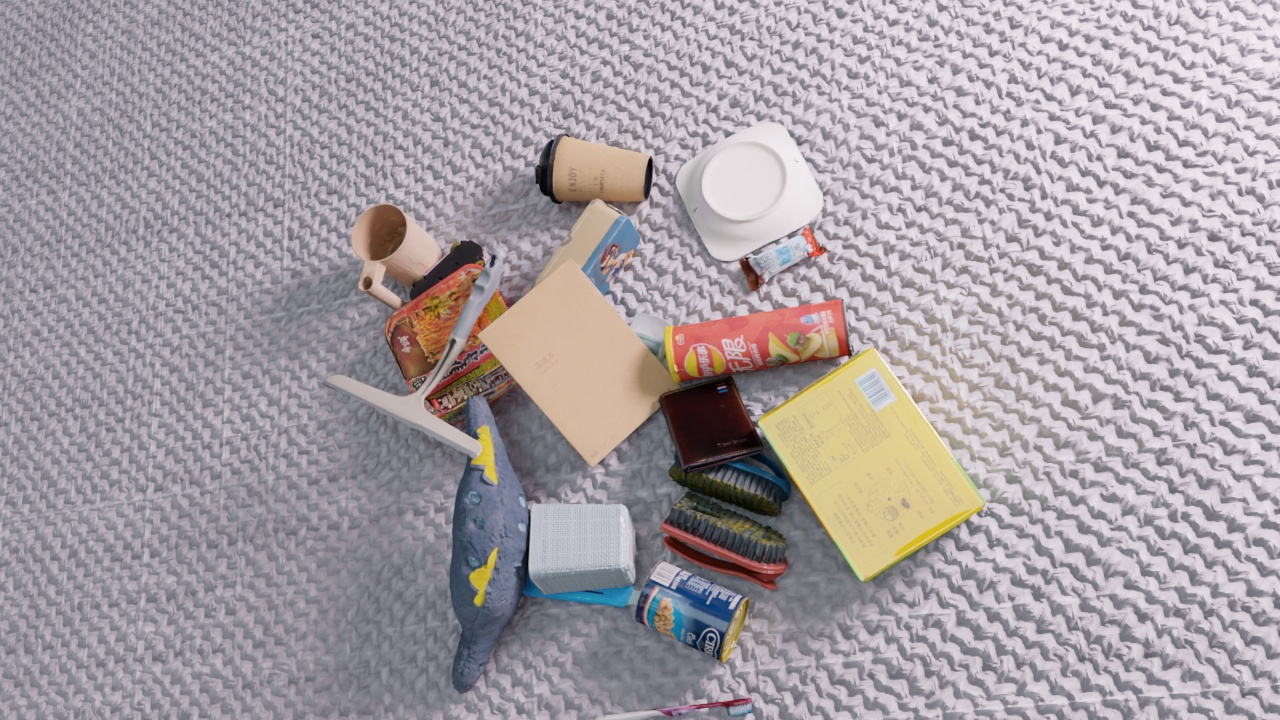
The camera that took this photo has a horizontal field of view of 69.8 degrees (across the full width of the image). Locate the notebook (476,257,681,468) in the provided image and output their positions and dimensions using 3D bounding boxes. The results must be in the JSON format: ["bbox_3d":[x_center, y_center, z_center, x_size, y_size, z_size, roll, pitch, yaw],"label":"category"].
[{"bbox_3d":[-0.072,0.003,1.110,0.149,0.012,0.211,-41,95,-12],"label":"notebook"}]

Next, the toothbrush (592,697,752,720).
[{"bbox_3d":[0.035,0.399,1.032,0.188,0.016,0.017,-12,81,12],"label":"toothbrush"}]

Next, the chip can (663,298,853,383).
[{"bbox_3d":[0.140,-0.022,1.093,0.217,0.073,0.073,-8,72,13],"label":"chip can"}]

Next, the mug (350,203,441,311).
[{"bbox_3d":[-0.332,-0.134,1.242,0.084,0.103,0.124,5,76,17],"label":"mug"}]

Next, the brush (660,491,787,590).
[{"bbox_3d":[0.098,0.210,1.047,0.146,0.063,0.069,20,111,19],"label":"brush"}]

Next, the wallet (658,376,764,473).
[{"bbox_3d":[0.081,0.074,1.075,0.096,0.020,0.122,-16,44,-3],"label":"wallet"}]

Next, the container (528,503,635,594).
[{"bbox_3d":[-0.065,0.216,1.065,0.111,0.090,0.089,-5,61,6],"label":"container"}]

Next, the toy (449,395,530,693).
[{"bbox_3d":[-0.182,0.221,1.070,0.138,0.091,0.356,3,89,60],"label":"toy"}]

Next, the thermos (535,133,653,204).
[{"bbox_3d":[-0.058,-0.247,1.209,0.143,0.093,0.093,9,77,11],"label":"thermos"}]

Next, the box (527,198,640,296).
[{"bbox_3d":[-0.077,-0.110,1.171,0.059,0.090,0.184,30,87,20],"label":"box"}]

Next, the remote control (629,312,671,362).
[{"bbox_3d":[-0.007,0.007,1.153,0.056,0.019,0.135,22,82,21],"label":"remote control"}]

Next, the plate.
[{"bbox_3d":[0.134,-0.223,1.172,0.164,0.034,0.164,-27,70,7],"label":"plate"}]

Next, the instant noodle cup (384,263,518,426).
[{"bbox_3d":[-0.229,-0.013,1.191,0.164,0.079,0.188,-32,70,5],"label":"instant noodle cup"}]

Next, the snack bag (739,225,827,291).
[{"bbox_3d":[0.176,-0.128,1.136,0.105,0.026,0.045,-27,78,8],"label":"snack bag"}]

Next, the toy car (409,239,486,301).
[{"bbox_3d":[-0.261,-0.112,1.253,0.056,0.037,0.122,39,76,20],"label":"toy car"}]

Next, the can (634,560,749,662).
[{"bbox_3d":[0.057,0.279,1.027,0.111,0.075,0.075,20,81,21],"label":"can"}]

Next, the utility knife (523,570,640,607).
[{"bbox_3d":[-0.068,0.273,1.095,0.166,0.018,0.034,4,75,16],"label":"utility knife"}]

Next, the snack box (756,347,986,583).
[{"bbox_3d":[0.250,0.115,1.012,0.158,0.070,0.210,-34,73,6],"label":"snack box"}]

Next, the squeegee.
[{"bbox_3d":[-0.231,-0.026,1.133,0.247,0.039,0.246,21,74,25],"label":"squeegee"}]

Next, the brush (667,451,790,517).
[{"bbox_3d":[0.107,0.129,1.069,0.144,0.055,0.073,16,57,20],"label":"brush"}]

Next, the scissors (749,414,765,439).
[{"bbox_3d":[0.203,0.057,1.083,0.169,0.012,0.146,20,82,20],"label":"scissors"}]
